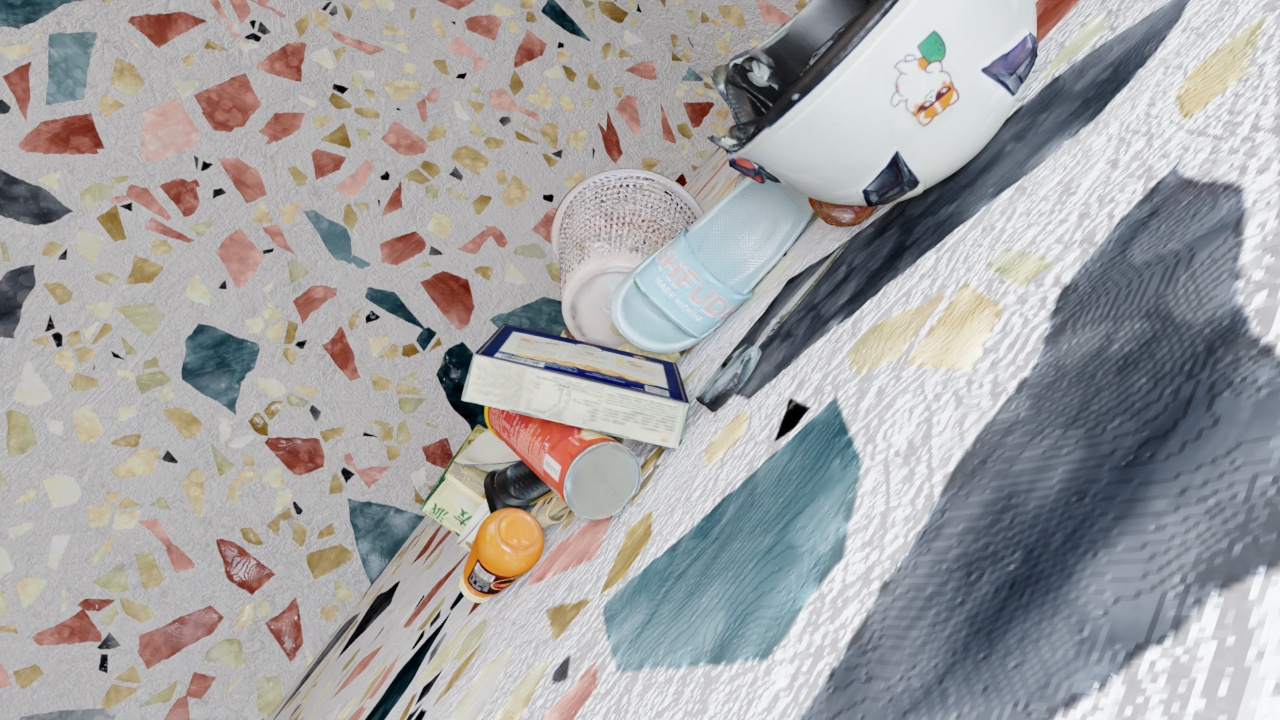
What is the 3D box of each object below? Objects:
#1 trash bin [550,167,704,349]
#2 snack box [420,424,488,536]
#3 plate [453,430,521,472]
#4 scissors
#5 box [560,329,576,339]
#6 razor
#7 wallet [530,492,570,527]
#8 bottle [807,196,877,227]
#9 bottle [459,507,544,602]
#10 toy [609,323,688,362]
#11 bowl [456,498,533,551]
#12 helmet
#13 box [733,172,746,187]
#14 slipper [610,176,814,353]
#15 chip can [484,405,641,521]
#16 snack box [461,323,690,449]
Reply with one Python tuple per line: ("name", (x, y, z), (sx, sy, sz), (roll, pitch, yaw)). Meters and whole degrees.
("trash bin", (-0.019, -0.115, 1.226), (0.228, 0.227, 0.191), (-46, 21, 30))
("snack box", (-0.209, 0.169, 1.235), (0.063, 0.114, 0.240), (-52, 8, 8))
("plate", (-0.147, 0.117, 1.193), (0.164, 0.034, 0.163), (-8, 11, 9))
("scissors", (0.105, -0.029, 0.746), (0.174, 0.014, 0.136), (-56, 10, -33))
("box", (-0.090, 0.019, 1.232), (0.168, 0.079, 0.091), (-114, 45, -70))
("razor", (-0.087, 0.109, 0.925), (0.168, 0.062, 0.067), (-32, -27, 25))
("wallet", (-0.079, 0.141, 0.966), (0.115, 0.024, 0.087), (-36, 12, 45))
("bottle", (0.178, -0.168, 0.822), (0.060, 0.060, 0.205), (-48, 8, 21))
("bottle", (-0.149, 0.207, 0.933), (0.150, 0.067, 0.066), (-54, 3, 44))
("toy", (-0.006, 0.006, 1.027), (0.158, 0.066, 0.105), (-39, 54, 33))
("bowl", (-0.151, 0.180, 1.046), (0.113, 0.062, 0.113), (-50, 6, 7))
("helmet", (0.170, -0.195, 0.624), (0.230, 0.157, 0.273), (-46, 19, 18))
("box", (0.203, -0.270, 0.986), (0.274, 0.126, 0.178), (-42, 10, 23))
("slipper", (0.078, -0.098, 0.922), (0.245, 0.104, 0.074), (-43, 11, 8))
("chip can", (-0.077, 0.073, 0.828), (0.073, 0.073, 0.217), (-51, 29, -6))
("snack box", (-0.053, 0.018, 0.822), (0.182, 0.178, 0.046), (-94, 17, -80))
